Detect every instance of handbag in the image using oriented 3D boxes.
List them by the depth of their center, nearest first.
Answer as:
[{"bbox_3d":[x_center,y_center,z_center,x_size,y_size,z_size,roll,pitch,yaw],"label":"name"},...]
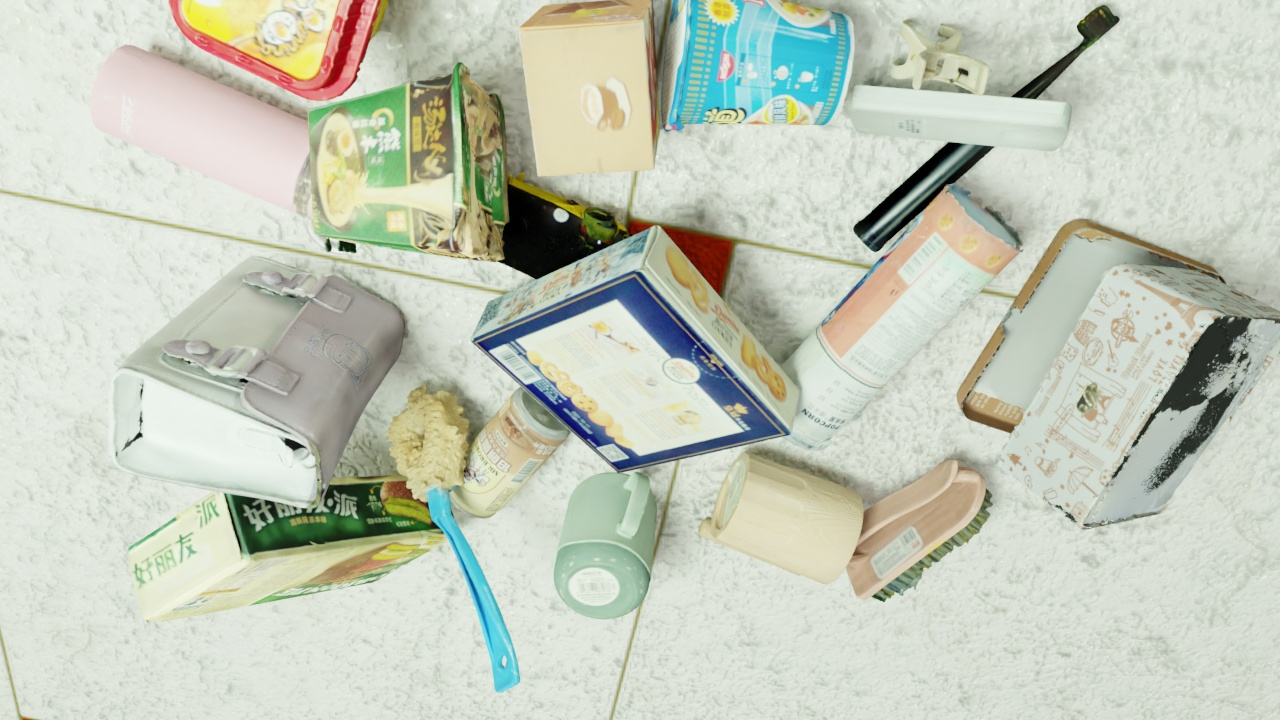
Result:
[{"bbox_3d":[-0.268,0.008,0.672,0.145,0.196,0.099,18,119,-6],"label":"handbag"}]

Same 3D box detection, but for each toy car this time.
[{"bbox_3d":[-0.080,-0.098,0.684,0.156,0.041,0.071,21,119,-6],"label":"toy car"}]

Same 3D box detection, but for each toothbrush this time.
[{"bbox_3d":[0.234,-0.156,0.632,0.027,0.026,0.213,39,115,-14],"label":"toothbrush"}]

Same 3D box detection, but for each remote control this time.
[{"bbox_3d":[0.206,-0.158,0.598,0.135,0.056,0.019,10,89,19],"label":"remote control"}]

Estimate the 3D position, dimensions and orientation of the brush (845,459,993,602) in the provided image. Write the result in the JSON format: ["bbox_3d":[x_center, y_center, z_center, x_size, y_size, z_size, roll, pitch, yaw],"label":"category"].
[{"bbox_3d":[0.230,0.141,0.780,0.073,0.063,0.146,33,117,-25],"label":"brush"}]

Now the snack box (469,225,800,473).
[{"bbox_3d":[-0.004,0.004,0.685,0.183,0.045,0.178,-18,128,40],"label":"snack box"}]

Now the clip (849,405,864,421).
[{"bbox_3d":[0.178,0.020,0.745,0.024,0.027,0.056,18,110,-8],"label":"clip"}]

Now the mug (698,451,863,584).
[{"bbox_3d":[0.116,0.141,0.790,0.103,0.084,0.125,22,145,-6],"label":"mug"}]

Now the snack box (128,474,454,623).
[{"bbox_3d":[-0.265,0.145,0.739,0.115,0.239,0.063,-31,73,21],"label":"snack box"}]

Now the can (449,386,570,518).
[{"bbox_3d":[-0.113,0.078,0.778,0.058,0.058,0.116,35,117,-14],"label":"can"}]

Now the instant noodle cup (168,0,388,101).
[{"bbox_3d":[-0.207,-0.239,0.567,0.116,0.123,0.116,25,118,-9],"label":"instant noodle cup"}]

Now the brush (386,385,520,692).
[{"bbox_3d":[-0.146,0.139,0.740,0.083,0.045,0.254,-33,70,28],"label":"brush"}]

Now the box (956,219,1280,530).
[{"bbox_3d":[0.344,0.002,0.682,0.148,0.158,0.182,-1,122,-36],"label":"box"}]

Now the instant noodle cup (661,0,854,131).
[{"bbox_3d":[0.074,-0.193,0.593,0.110,0.099,0.099,4,120,-7],"label":"instant noodle cup"}]

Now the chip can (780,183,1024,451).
[{"bbox_3d":[0.178,-0.027,0.675,0.071,0.071,0.215,31,122,-12],"label":"chip can"}]

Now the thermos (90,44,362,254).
[{"bbox_3d":[-0.282,-0.146,0.662,0.198,0.067,0.087,24,123,-9],"label":"thermos"}]

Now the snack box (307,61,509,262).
[{"bbox_3d":[-0.150,-0.122,0.594,0.105,0.118,0.117,-1,93,4],"label":"snack box"}]

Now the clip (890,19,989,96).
[{"bbox_3d":[0.195,-0.188,0.576,0.076,0.103,0.035,2,118,-9],"label":"clip"}]

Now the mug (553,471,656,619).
[{"bbox_3d":[-0.023,0.151,0.784,0.082,0.106,0.112,26,118,-9],"label":"mug"}]

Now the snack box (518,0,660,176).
[{"bbox_3d":[-0.029,-0.181,0.602,0.077,0.094,0.093,-2,119,5],"label":"snack box"}]
